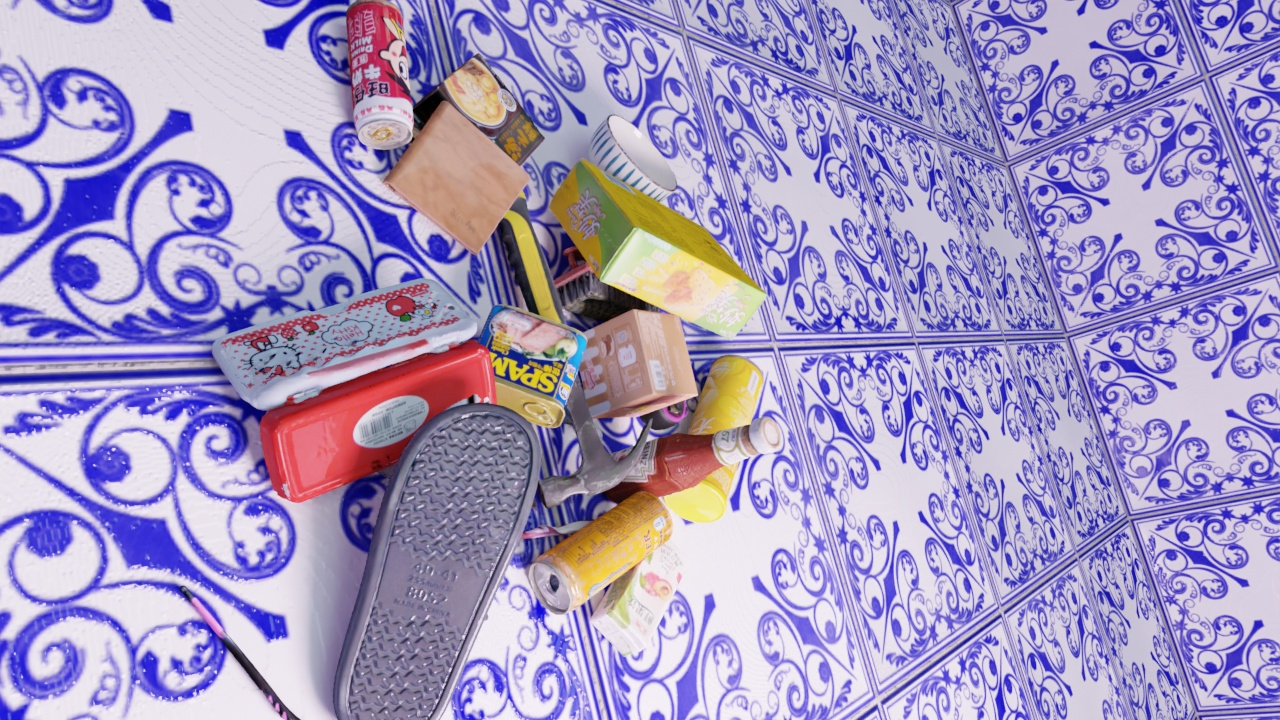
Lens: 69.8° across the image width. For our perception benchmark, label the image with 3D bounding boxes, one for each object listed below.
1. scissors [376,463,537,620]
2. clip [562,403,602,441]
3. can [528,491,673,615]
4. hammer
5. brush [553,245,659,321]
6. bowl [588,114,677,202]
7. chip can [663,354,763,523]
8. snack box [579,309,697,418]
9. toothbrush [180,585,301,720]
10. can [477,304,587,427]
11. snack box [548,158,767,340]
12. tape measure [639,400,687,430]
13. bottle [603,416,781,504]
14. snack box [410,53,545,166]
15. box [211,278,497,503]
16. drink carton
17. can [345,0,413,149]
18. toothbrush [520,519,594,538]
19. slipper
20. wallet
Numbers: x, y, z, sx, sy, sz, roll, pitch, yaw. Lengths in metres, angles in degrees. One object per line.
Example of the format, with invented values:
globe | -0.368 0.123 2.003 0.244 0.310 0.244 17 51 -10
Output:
scissors | -0.175 0.120 0.790 0.225 0.015 0.188 26 54 -39
clip | -0.059 0.067 0.950 0.058 0.044 0.026 54 36 -29
can | -0.035 0.180 0.873 0.145 0.058 0.058 -28 94 -41
hammer | -0.084 -0.024 0.920 0.126 0.032 0.323 -16 77 -15
brush | -0.029 -0.082 1.024 0.145 0.063 0.069 15 60 -47
bowl | -0.019 -0.226 1.091 0.116 0.066 0.116 38 28 -25
chip can | 0.089 0.086 1.074 0.072 0.072 0.212 48 42 -24
snack box | -0.006 0.006 0.981 0.077 0.095 0.092 2 70 -50
toothbrush | -0.260 0.230 0.635 0.017 0.014 0.189 -44 106 -37
can | -0.108 0.004 0.856 0.102 0.057 0.083 20 61 -4
snack box | 0.019 -0.119 1.005 0.209 0.070 0.157 22 24 -41
tape measure | 0.025 0.049 1.042 0.057 0.039 0.057 18 59 -45
bottle | 0.047 0.097 0.908 0.059 0.207 0.059 24 56 -41
snack box | -0.170 -0.238 0.947 0.113 0.053 0.125 50 36 -21
box | -0.215 0.013 0.731 0.200 0.074 0.154 -23 89 -40
drink carton | 0.000 0.231 0.917 0.053 0.046 0.122 48 39 -9
can | -0.245 -0.269 0.863 0.053 0.053 0.132 9 66 -48
toothbrush | -0.089 0.156 0.856 0.187 0.016 0.017 9 63 -56
slipper | -0.167 0.158 0.720 0.110 0.083 0.267 23 77 -20
wallet | -0.175 -0.175 0.890 0.115 0.020 0.101 38 76 -27
